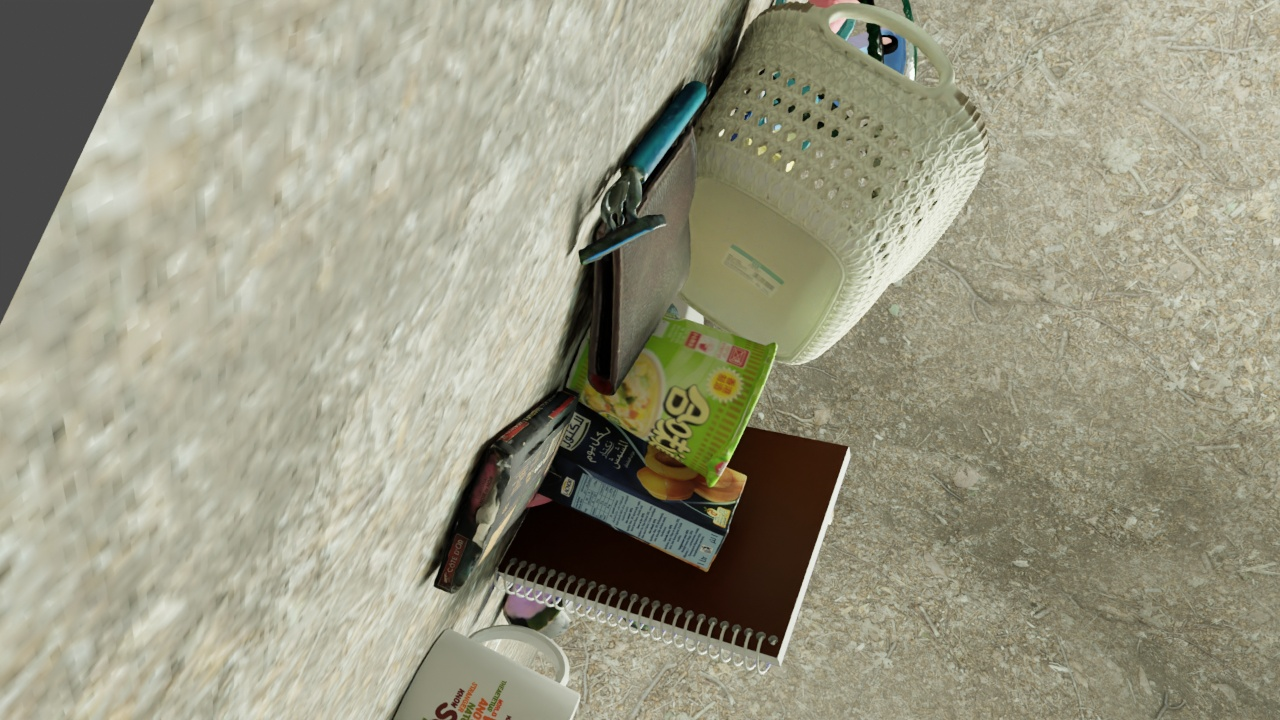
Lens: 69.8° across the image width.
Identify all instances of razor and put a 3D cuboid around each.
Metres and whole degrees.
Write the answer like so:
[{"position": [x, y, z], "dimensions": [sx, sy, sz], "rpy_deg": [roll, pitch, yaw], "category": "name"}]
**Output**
[{"position": [0.007, -0.096, 0.425], "dimensions": [0.042, 0.022, 0.143], "rpy_deg": [-22, -150, 35], "category": "razor"}]

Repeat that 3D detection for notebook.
[{"position": [0.021, 0.112, 0.648], "dimensions": [0.171, 0.209, 0.022], "rpy_deg": [-63, 149, -32], "category": "notebook"}]

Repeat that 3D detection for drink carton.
[{"position": [-0.002, 0.079, 0.598], "dimensions": [0.064, 0.130, 0.040], "rpy_deg": [-58, 170, -56], "category": "drink carton"}]

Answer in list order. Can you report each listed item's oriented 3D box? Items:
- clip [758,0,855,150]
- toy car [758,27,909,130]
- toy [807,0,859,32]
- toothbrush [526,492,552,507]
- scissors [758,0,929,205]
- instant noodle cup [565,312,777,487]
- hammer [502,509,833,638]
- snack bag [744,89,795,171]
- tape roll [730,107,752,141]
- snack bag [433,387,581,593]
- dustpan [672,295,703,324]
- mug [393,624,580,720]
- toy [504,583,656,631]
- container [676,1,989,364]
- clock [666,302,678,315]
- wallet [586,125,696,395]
[{"position": [0.140, -0.220, 0.741], "dimensions": [0.028, 0.113, 0.127], "rpy_deg": [-60, 175, -48], "category": "clip"}, {"position": [0.169, -0.251, 0.811], "dimensions": [0.054, 0.153, 0.056], "rpy_deg": [-123, -165, -44], "category": "toy car"}, {"position": [0.189, -0.346, 0.777], "dimensions": [0.192, 0.097, 0.237], "rpy_deg": [-51, -177, -2], "category": "toy"}, {"position": [-0.024, 0.075, 0.646], "dimensions": [0.135, 0.016, 0.021], "rpy_deg": [-19, 167, -24], "category": "toothbrush"}, {"position": [0.142, -0.193, 0.661], "dimensions": [0.015, 0.204, 0.202], "rpy_deg": [-35, 137, -16], "category": "scissors"}, {"position": [0.017, 0.012, 0.572], "dimensions": [0.099, 0.108, 0.099], "rpy_deg": [28, 87, -86], "category": "instant noodle cup"}, {"position": [0.017, 0.168, 0.793], "dimensions": [0.329, 0.052, 0.097], "rpy_deg": [-23, -159, 31], "category": "hammer"}, {"position": [0.127, -0.213, 0.953], "dimensions": [0.247, 0.068, 0.159], "rpy_deg": [-16, 131, -86], "category": "snack bag"}, {"position": [0.073, -0.181, 0.792], "dimensions": [0.091, 0.016, 0.093], "rpy_deg": [-58, 172, -64], "category": "tape roll"}, {"position": [-0.064, 0.061, 0.475], "dimensions": [0.155, 0.018, 0.075], "rpy_deg": [-45, 159, -79], "category": "snack bag"}, {"position": [0.046, -0.031, 0.964], "dimensions": [0.163, 0.033, 0.256], "rpy_deg": [85, 16, -47], "category": "dustpan"}, {"position": [-0.087, 0.204, 0.552], "dimensions": [0.105, 0.089, 0.074], "rpy_deg": [-60, 174, -51], "category": "mug"}, {"position": [-0.035, 0.118, 0.756], "dimensions": [0.205, 0.131, 0.106], "rpy_deg": [-83, 174, -61], "category": "toy"}, {"position": [0.110, -0.107, 0.636], "dimensions": [0.142, 0.184, 0.247], "rpy_deg": [-53, 170, -20], "category": "container"}, {"position": [-0.004, 0.004, 0.674], "dimensions": [0.129, 0.052, 0.090], "rpy_deg": [-60, 174, -47], "category": "clock"}, {"position": [0.000, -0.053, 0.490], "dimensions": [0.120, 0.031, 0.099], "rpy_deg": [95, 19, -52], "category": "wallet"}]
